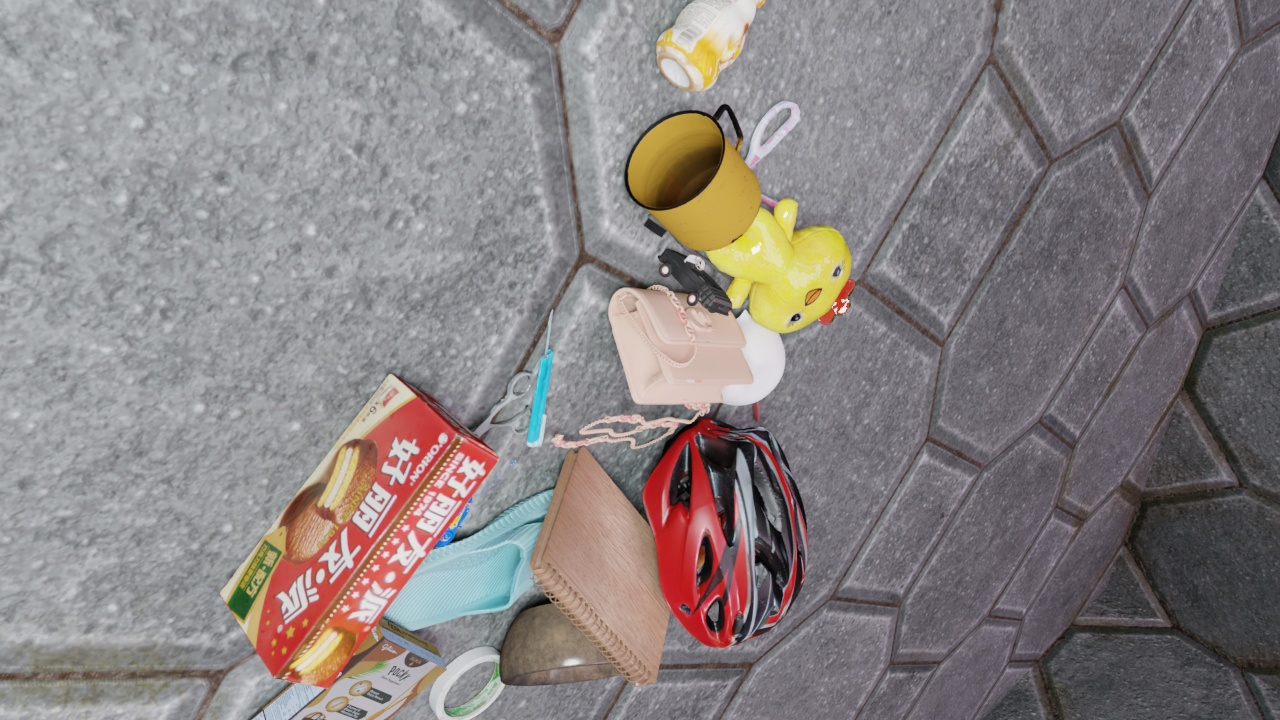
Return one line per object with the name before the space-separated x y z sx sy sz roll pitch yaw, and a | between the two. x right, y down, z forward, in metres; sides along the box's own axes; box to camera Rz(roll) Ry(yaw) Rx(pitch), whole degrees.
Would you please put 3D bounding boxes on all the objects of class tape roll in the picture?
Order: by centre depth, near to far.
tape roll | -0.191 0.364 1.030 0.093 0.018 0.094 -26 133 -33

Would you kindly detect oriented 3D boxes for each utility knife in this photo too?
utility knife | -0.092 0.019 0.884 0.022 0.015 0.149 -50 154 -63

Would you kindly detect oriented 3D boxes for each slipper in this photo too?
slipper | -0.150 0.213 0.931 0.275 0.069 0.116 -17 130 -37

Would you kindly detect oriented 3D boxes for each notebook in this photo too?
notebook | -0.032 0.220 0.963 0.210 0.022 0.168 54 32 -29

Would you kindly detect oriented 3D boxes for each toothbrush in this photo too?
toothbrush | 0.055 -0.114 0.957 0.013 0.013 0.167 -53 142 9
toothbrush | 0.141 0.011 1.131 0.015 0.015 0.185 -30 135 -25

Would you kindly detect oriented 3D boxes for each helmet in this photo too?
helmet | 0.105 0.200 1.056 0.216 0.167 0.272 -33 114 -58

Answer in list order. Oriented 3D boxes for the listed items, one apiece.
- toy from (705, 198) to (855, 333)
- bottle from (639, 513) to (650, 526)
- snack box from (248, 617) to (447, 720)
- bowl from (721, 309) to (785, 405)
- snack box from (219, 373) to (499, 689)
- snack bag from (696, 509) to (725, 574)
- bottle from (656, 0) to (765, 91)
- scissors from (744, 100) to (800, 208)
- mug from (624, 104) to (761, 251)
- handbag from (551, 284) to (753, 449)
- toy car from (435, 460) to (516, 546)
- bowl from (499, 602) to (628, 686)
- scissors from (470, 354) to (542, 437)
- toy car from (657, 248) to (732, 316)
toy | 0.155 -0.103 1.006 0.207 0.092 0.134 24 110 -46
bottle | -0.008 0.243 1.103 0.056 0.056 0.105 -7 120 -43
snack box | -0.288 0.328 0.868 0.186 0.031 0.101 -40 139 -2
bowl | 0.125 0.009 1.068 0.114 0.050 0.115 -20 133 -23
snack box | -0.232 0.138 0.757 0.236 0.113 0.060 -53 142 -3
snack bag | 0.056 0.259 1.192 0.130 0.039 0.144 -21 139 -36
bottle | 0.064 -0.291 0.808 0.108 0.063 0.063 -50 140 -9
scissors | 0.119 -0.201 0.965 0.170 0.013 0.175 16 105 -46
mug | 0.058 -0.173 0.853 0.123 0.100 0.094 -58 143 -2
handbag | -0.005 0.007 0.960 0.188 0.116 0.198 -34 159 34
toy car | -0.162 0.136 0.888 0.061 0.033 0.092 10 108 -41
bowl | -0.077 0.315 1.024 0.162 0.070 0.162 -6 156 -3
scissors | -0.150 0.057 0.865 0.159 0.014 0.121 -14 126 -43
toy car | 0.057 -0.080 0.918 0.040 0.092 0.037 14 119 -48
